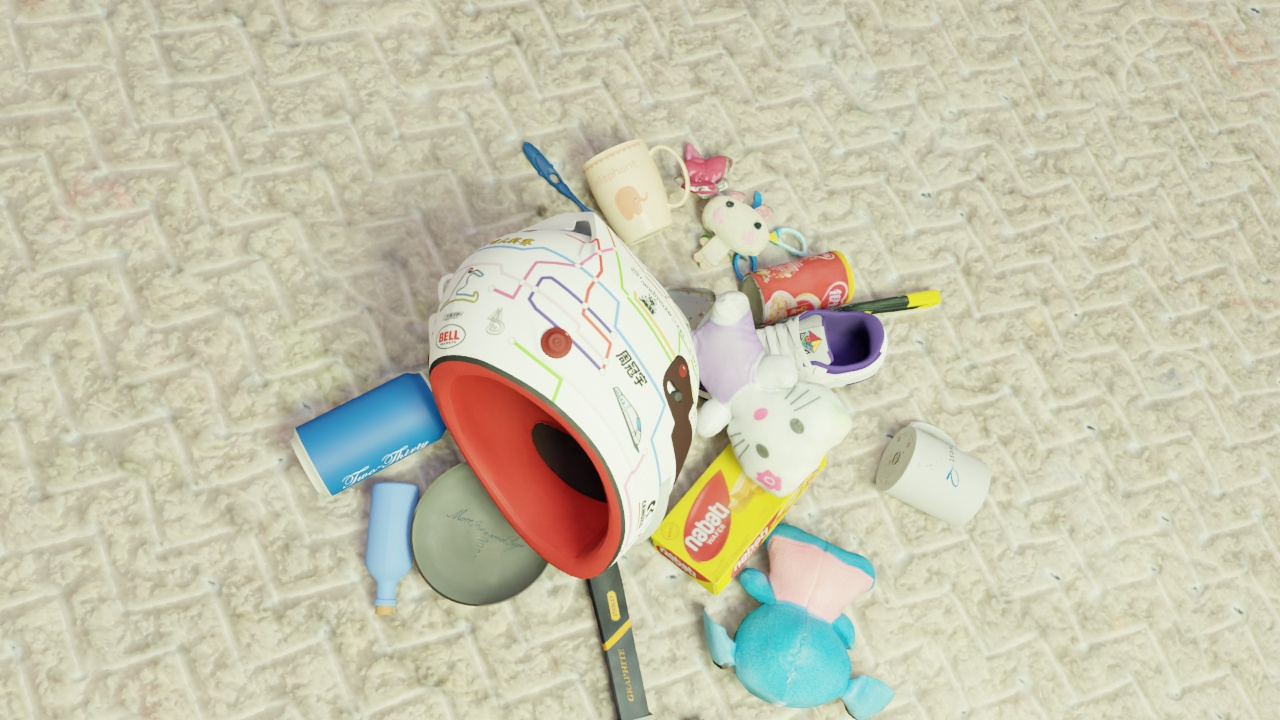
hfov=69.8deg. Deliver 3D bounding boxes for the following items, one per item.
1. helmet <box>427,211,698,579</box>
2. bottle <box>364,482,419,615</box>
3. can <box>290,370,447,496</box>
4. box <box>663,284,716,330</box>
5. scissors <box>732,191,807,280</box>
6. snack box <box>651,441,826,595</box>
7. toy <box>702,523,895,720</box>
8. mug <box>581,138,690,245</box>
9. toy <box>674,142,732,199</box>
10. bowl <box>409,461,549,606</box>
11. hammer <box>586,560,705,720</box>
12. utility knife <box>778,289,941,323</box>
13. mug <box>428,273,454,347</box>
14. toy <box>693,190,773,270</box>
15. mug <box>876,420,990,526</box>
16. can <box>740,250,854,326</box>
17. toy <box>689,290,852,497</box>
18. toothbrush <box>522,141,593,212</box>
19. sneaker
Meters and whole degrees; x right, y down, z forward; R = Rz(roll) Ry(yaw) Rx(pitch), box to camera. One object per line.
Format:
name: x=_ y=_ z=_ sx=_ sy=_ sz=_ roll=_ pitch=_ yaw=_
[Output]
helmet: x=-0.057 y=0.018 z=0.880 sx=0.235 sy=0.232 sz=0.314 roll=-47 pitch=119 yaw=-40
bottle: x=-0.255 y=0.192 z=0.936 sx=0.048 sy=0.048 sz=0.131 roll=5 pitch=76 yaw=-11
can: x=-0.277 y=0.074 z=0.944 sx=0.146 sy=0.079 sz=0.079 roll=-28 pitch=84 yaw=-17
box: x=-0.006 y=0.007 z=1.030 sx=0.157 sy=0.071 sz=0.216 roll=11 pitch=73 yaw=13
scissors: x=0.149 y=-0.151 z=1.127 sx=0.130 sy=0.014 sz=0.125 roll=6 pitch=75 yaw=-11
snack box: x=0.110 y=0.152 z=1.012 sx=0.092 sy=0.042 sz=0.200 roll=34 pitch=69 yaw=26
toy: x=0.183 y=0.282 z=0.984 sx=0.224 sy=0.099 sz=0.191 roll=23 pitch=68 yaw=6
mug: x=0.003 y=-0.198 z=1.063 sx=0.111 sy=0.085 sz=0.104 roll=-23 pitch=92 yaw=13
toy: x=0.075 y=-0.219 z=1.110 sx=0.065 sy=0.050 sz=0.102 roll=13 pitch=39 yaw=3
bowl: x=-0.163 y=0.179 z=0.955 sx=0.150 sy=0.057 sz=0.150 roll=3 pitch=76 yaw=-12
hammer: x=-0.023 y=0.273 z=0.977 sx=0.139 sy=0.035 sz=0.312 roll=-10 pitch=79 yaw=-13
utility knife: x=0.266 y=-0.062 z=1.107 sx=0.233 sy=0.029 sz=0.020 roll=-8 pitch=75 yaw=-23
mug: x=-0.184 y=-0.032 z=0.980 sx=0.076 sy=0.090 sz=0.124 roll=-6 pitch=96 yaw=-6
toy: x=0.111 y=-0.158 z=1.096 sx=0.087 sy=0.050 sz=0.112 roll=40 pitch=70 yaw=5
mug: x=0.342 y=0.122 z=1.075 sx=0.096 sy=0.083 sz=0.119 roll=26 pitch=45 yaw=-5
can: x=0.186 y=-0.086 z=1.091 sx=0.124 sy=0.067 sz=0.066 roll=-16 pitch=80 yaw=-15
toy: x=0.120 y=0.037 z=0.969 sx=0.138 sy=0.085 sz=0.209 roll=-39 pitch=86 yaw=19
toothbrush: x=-0.095 y=-0.209 z=1.088 sx=0.021 sy=0.016 sz=0.132 roll=-40 pitch=85 yaw=-19
sneaker: x=0.164 y=-0.007 z=1.031 sx=0.244 sy=0.111 sz=0.091 roll=-8 pitch=74 yaw=-3
